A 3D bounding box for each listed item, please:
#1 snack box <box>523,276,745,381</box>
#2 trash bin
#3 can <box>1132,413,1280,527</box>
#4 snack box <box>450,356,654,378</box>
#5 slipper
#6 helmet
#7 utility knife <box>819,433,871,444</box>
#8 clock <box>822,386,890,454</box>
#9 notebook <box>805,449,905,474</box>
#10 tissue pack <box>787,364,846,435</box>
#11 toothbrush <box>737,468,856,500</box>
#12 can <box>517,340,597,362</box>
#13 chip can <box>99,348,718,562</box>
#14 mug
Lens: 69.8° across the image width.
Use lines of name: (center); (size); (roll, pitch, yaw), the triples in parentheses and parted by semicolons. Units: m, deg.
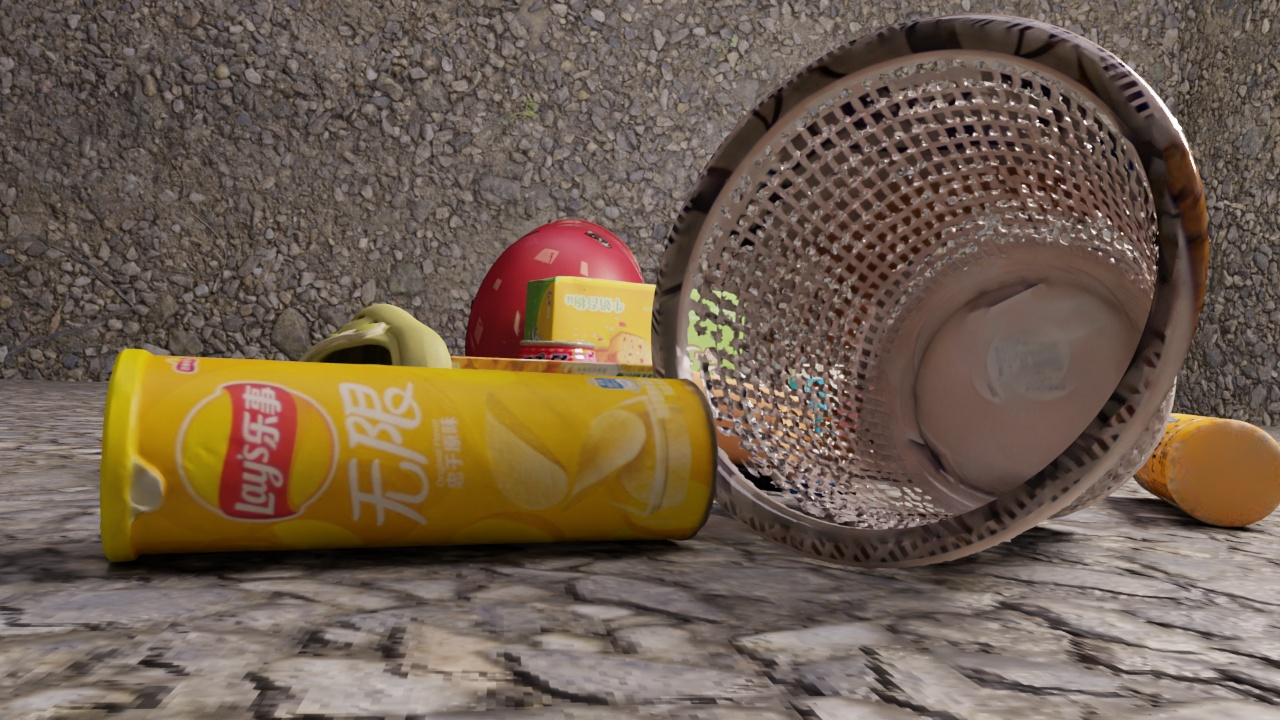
snack box: (-0.005, 0.005, 0.886); (0.209, 0.157, 0.070); (3, 1, -26)
trash bin: (0.149, -0.011, 0.431); (0.228, 0.227, 0.192); (1, -13, 41)
can: (0.335, 0.062, 0.553); (0.058, 0.058, 0.146); (2, -1, 19)
snack box: (-0.050, 0.038, 0.571); (0.156, 0.077, 0.027); (2, -1, 11)
slipper: (-0.169, 0.012, 0.550); (0.081, 0.091, 0.191); (1, 4, -30)
helmet: (-0.091, -0.031, 0.968); (0.207, 0.240, 0.143); (5, 7, 8)
utility knife: (0.213, 0.082, 0.906); (0.213, 0.022, 0.031); (14, 0, -1)
clock: (0.218, 0.048, 0.718); (0.159, 0.060, 0.117); (5, 0, 44)
notebook: (0.179, 0.084, 0.815); (0.209, 0.012, 0.150); (3, -2, 37)
tissue pack: (0.186, 0.049, 0.989); (0.063, 0.090, 0.140); (3, 0, 9)
toothbrush: (0.052, 0.075, 0.591); (0.190, 0.014, 0.016); (2, 1, 42)
can: (-0.067, 0.032, 0.725); (0.066, 0.094, 0.066); (2, -1, 0)
chip can: (-0.080, 0.036, 0.348); (0.213, 0.072, 0.072); (3, -1, -23)
mug: (0.075, 0.051, 0.747); (0.123, 0.078, 0.078); (8, 3, 39)
